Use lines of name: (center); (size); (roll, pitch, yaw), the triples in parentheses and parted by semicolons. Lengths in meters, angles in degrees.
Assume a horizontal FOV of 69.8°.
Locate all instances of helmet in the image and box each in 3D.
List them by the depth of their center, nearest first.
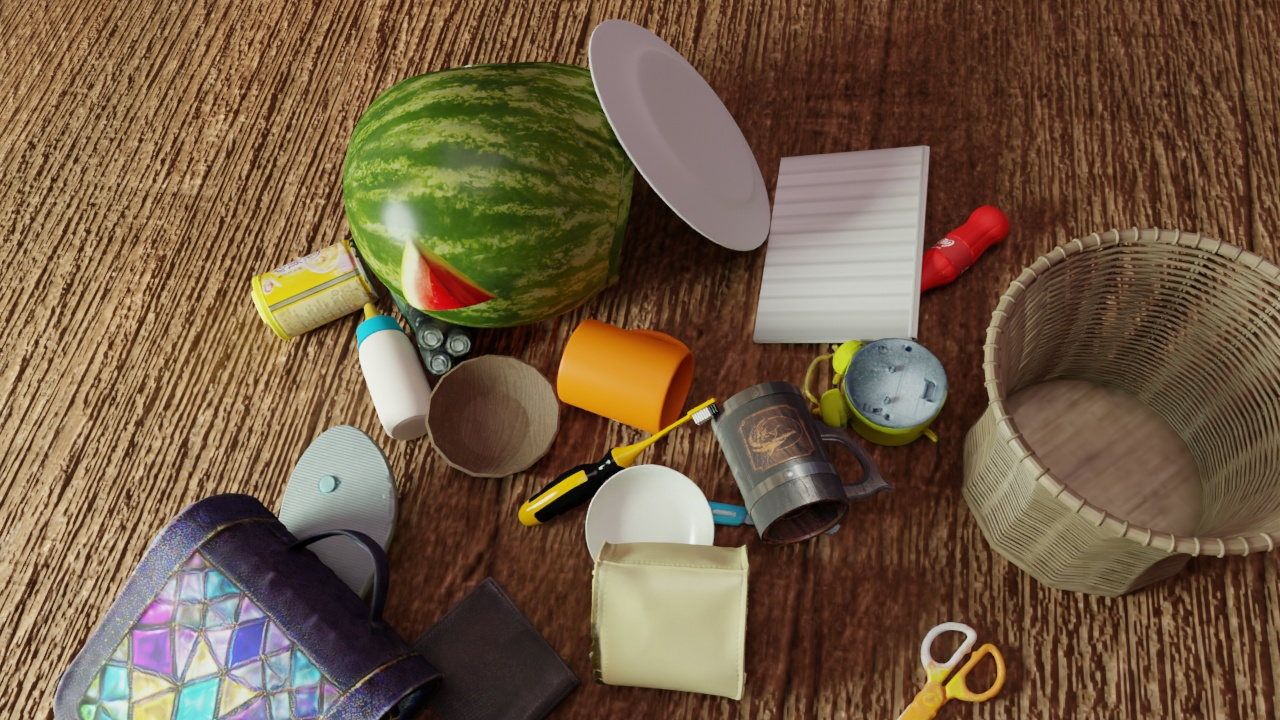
helmet: (-0.134, -0.142, 0.801); (0.247, 0.214, 0.242); (6, 50, -4)

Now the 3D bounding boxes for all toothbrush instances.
toothbrush: (-0.020, 0.084, 0.759); (0.197, 0.031, 0.031); (-33, 65, 12)

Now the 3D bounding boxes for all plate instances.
plate: (0.009, 0.137, 0.747); (0.104, 0.026, 0.104); (0, 86, 6)
plate: (0.047, -0.208, 0.828); (0.016, 0.242, 0.242); (-31, 56, 33)

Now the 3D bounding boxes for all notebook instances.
notebook: (0.188, -0.110, 0.851); (0.143, 0.009, 0.209); (0, 62, 23)

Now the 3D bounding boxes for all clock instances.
clock: (0.198, 0.024, 0.772); (0.119, 0.057, 0.083); (16, 67, 15)

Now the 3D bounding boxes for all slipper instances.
slipper: (-0.263, 0.189, 0.763); (0.098, 0.055, 0.268); (13, 77, 11)

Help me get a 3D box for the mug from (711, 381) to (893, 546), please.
mug: (0.129, 0.078, 0.737); (0.115, 0.080, 0.107); (-15, 56, -7)

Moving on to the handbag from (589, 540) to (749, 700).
handbag: (0.022, 0.193, 0.692); (0.119, 0.081, 0.111); (2, 95, 5)

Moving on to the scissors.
scissors: (0.213, 0.249, 0.680); (0.127, 0.013, 0.064); (-40, 64, -14)

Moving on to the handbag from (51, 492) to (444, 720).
handbag: (-0.269, 0.217, 0.665); (0.205, 0.125, 0.222); (38, 86, 12)

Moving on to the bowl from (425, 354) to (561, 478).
bowl: (-0.129, 0.053, 0.810); (0.118, 0.030, 0.117); (2, 63, -5)

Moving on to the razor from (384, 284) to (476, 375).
razor: (-0.205, -0.047, 0.860); (0.054, 0.067, 0.151); (-42, 60, 2)

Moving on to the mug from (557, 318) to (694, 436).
mug: (-0.005, 0.005, 0.807); (0.096, 0.078, 0.112); (19, 40, 16)

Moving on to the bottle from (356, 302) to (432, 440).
bottle: (-0.230, 0.003, 0.845); (0.051, 0.051, 0.146); (-25, 62, -5)

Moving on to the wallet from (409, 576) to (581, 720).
wallet: (-0.119, 0.244, 0.721); (0.099, 0.031, 0.120); (-41, 62, -16)

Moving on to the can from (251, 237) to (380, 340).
can: (-0.311, -0.069, 0.884); (0.105, 0.068, 0.067); (-24, 62, -5)

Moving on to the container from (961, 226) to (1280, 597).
container: (0.346, 0.053, 0.658); (0.227, 0.196, 0.226); (-3, 63, 6)

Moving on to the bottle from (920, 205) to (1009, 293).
bottle: (0.282, -0.094, 0.833); (0.119, 0.036, 0.036); (-38, 65, -11)

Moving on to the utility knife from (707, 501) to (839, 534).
utility knife: (0.074, 0.126, 0.763); (0.181, 0.015, 0.022); (4, 70, 7)
